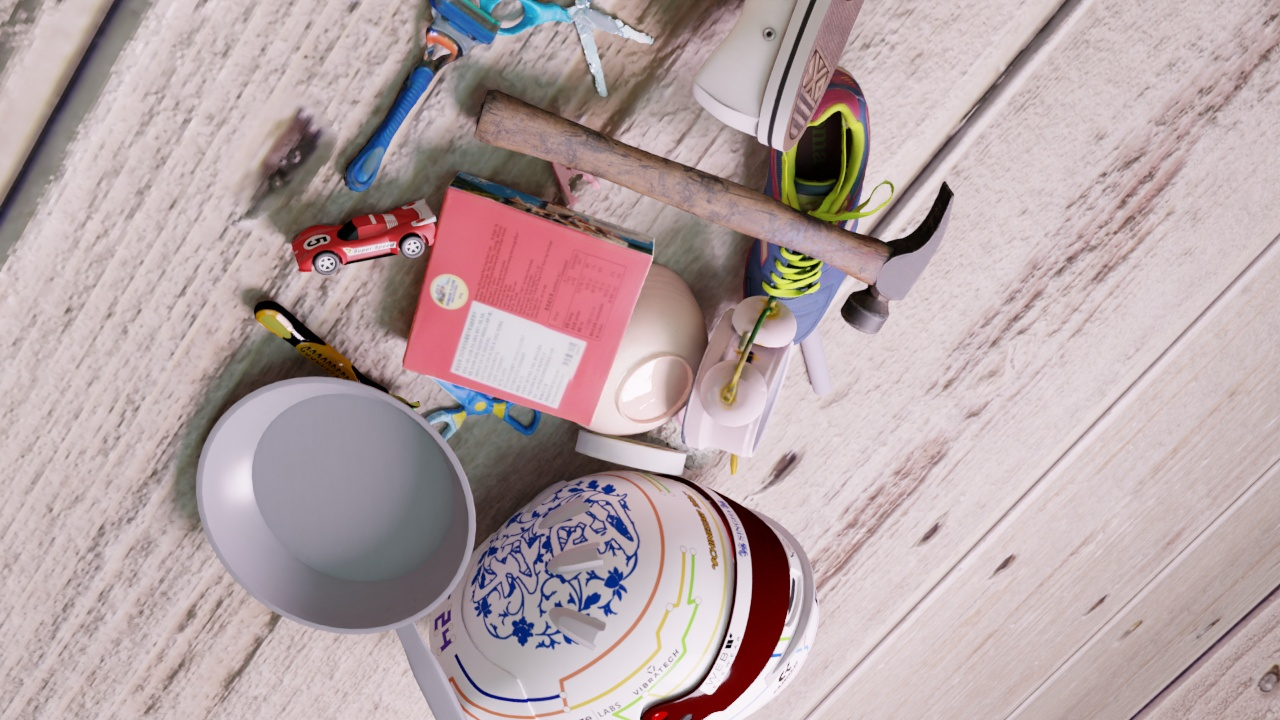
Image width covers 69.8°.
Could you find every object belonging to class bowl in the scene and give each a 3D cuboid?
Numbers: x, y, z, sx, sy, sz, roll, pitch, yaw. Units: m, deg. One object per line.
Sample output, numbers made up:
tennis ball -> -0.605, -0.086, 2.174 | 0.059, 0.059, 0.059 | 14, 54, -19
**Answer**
bowl -> -0.004, 0.004, 0.738 | 0.152, 0.076, 0.153 | -16, 131, -20

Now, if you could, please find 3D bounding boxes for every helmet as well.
helmet -> -0.018, 0.208, 0.777 | 0.315, 0.230, 0.236 | -28, 133, 6

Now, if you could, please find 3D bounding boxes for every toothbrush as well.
toothbrush -> 0.152, -0.035, 0.838 | 0.019, 0.018, 0.188 | -34, 134, -10

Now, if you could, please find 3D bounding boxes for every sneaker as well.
sneaker -> 0.098, -0.265, 0.590 | 0.245, 0.097, 0.091 | -69, 163, 9
sneaker -> 0.122, -0.100, 0.712 | 0.116, 0.091, 0.242 | 2, 124, -2

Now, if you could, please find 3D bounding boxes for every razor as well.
razor -> -0.144, -0.163, 0.567 | 0.044, 0.018, 0.141 | 28, 111, -34
razor -> -0.218, 0.003, 0.651 | 0.044, 0.021, 0.144 | -25, 137, 14

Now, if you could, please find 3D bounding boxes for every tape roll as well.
tape roll -> -0.008, 0.078, 0.783 | 0.094, 0.094, 0.019 | 14, 87, -37

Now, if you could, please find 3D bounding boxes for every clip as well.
clip -> -0.054, -0.131, 0.643 | 0.060, 0.023, 0.045 | 23, 111, -44

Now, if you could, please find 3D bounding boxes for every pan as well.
pan -> -0.183, 0.172, 0.675 | 0.201, 0.050, 0.357 | -22, 105, 12

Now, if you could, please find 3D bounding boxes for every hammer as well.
hammer -> 0.052, -0.118, 0.624 | 0.330, 0.033, 0.120 | 18, 121, -16

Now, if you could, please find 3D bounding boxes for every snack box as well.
snack box -> -0.080, -0.040, 0.642 | 0.145, 0.040, 0.143 | 18, 118, -7

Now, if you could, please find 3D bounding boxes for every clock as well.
clock -> 0.080, 0.013, 0.724 | 0.158, 0.059, 0.116 | 87, 26, -61

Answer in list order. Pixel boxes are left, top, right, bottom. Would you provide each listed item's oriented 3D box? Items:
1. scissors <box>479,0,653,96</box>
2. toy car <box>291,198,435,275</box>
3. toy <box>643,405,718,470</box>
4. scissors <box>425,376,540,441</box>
scissors -> -0.035, -0.230, 0.580 | 0.129, 0.014, 0.119 | 10, 118, -37
toy car -> -0.179, -0.080, 0.596 | 0.089, 0.038, 0.025 | -14, 127, -20
toy -> 0.060, 0.047, 0.836 | 0.109, 0.041, 0.095 | -49, 132, 3
scissors -> -0.132, 0.036, 0.735 | 0.130, 0.013, 0.125 | -43, 135, 3
